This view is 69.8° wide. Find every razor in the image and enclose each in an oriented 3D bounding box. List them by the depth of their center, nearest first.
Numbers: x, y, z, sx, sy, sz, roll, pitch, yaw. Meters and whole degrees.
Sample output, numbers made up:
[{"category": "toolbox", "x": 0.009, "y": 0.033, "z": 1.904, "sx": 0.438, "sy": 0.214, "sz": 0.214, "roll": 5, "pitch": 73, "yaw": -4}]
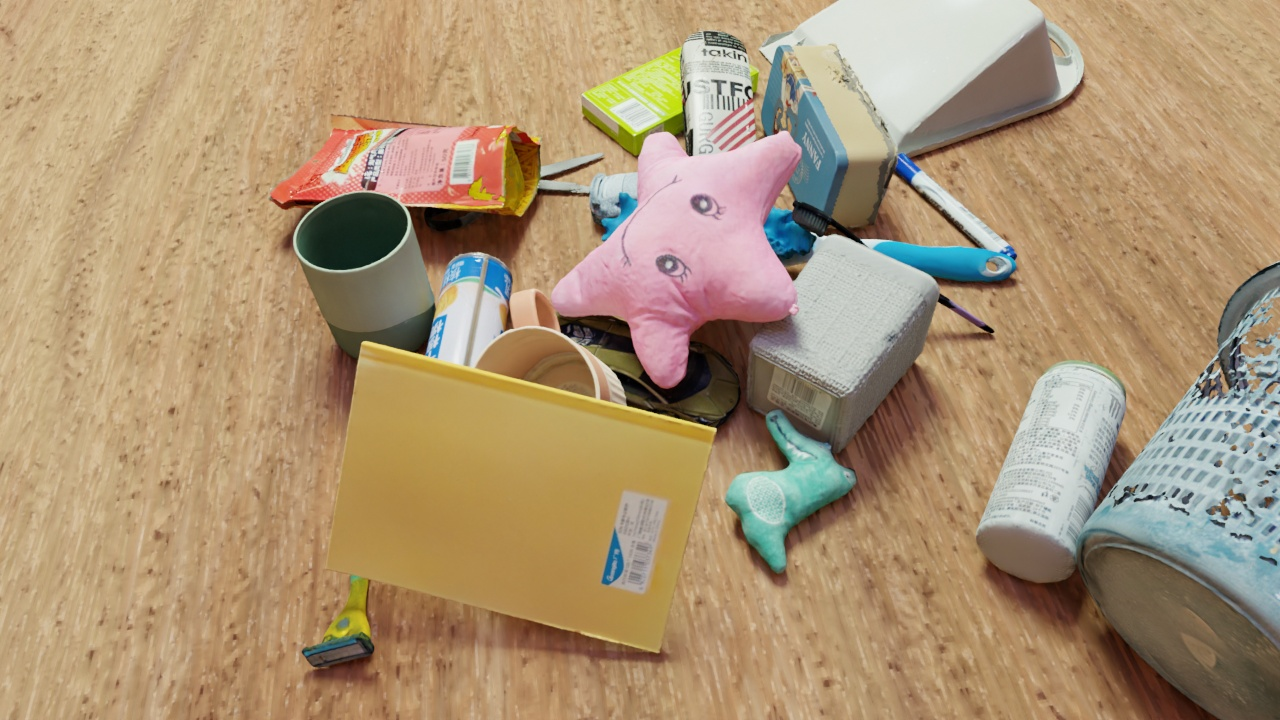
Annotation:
[{"category": "razor", "x": -0.181, "y": 0.123, "z": 0.578, "sx": 0.043, "sy": 0.028, "sz": 0.132, "roll": -19, "pitch": 53, "yaw": 16}]

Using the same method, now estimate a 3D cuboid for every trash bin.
[{"category": "trash bin", "x": 0.356, "y": 0.086, "z": 0.486, "sx": 0.195, "sy": 0.227, "sz": 0.226, "roll": -37, "pitch": 58, "yaw": -11}]

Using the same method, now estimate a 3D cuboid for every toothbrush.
[{"category": "toothbrush", "x": 0.186, "y": -0.064, "z": 0.672, "sx": 0.189, "sy": 0.014, "sz": 0.016, "roll": 30, "pitch": 81, "yaw": -14}]

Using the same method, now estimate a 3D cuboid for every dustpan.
[{"category": "dustpan", "x": 0.297, "y": -0.292, "z": 0.913, "sx": 0.258, "sy": 0.142, "sz": 0.222, "roll": -36, "pitch": 52, "yaw": 11}]

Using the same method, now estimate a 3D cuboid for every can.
[{"category": "can", "x": 0.265, "y": 0.068, "z": 0.587, "sx": 0.058, "sy": 0.058, "sz": 0.146, "roll": 23, "pitch": 55, "yaw": 20}, {"category": "can", "x": -0.128, "y": -0.014, "z": 0.673, "sx": 0.053, "sy": 0.053, "sz": 0.134, "roll": 0, "pitch": 51, "yaw": 2}]

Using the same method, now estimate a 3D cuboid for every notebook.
[{"category": "notebook", "x": -0.073, "y": 0.081, "z": 0.529, "sx": 0.206, "sy": 0.146, "sz": 0.010, "roll": 13, "pitch": 15, "yaw": 2}]

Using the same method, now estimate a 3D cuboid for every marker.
[{"category": "marker", "x": 0.263, "y": -0.129, "z": 0.776, "sx": 0.017, "sy": 0.017, "sz": 0.145, "roll": -23, "pitch": 53, "yaw": -16}]

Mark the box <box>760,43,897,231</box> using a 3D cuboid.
[{"category": "box", "x": 0.159, "y": -0.189, "z": 0.783, "sx": 0.060, "sy": 0.090, "sz": 0.184, "roll": -4, "pitch": 49, "yaw": -10}]

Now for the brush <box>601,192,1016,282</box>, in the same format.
[{"category": "brush", "x": 0.133, "y": -0.090, "z": 0.712, "sx": 0.315, "sy": 0.109, "sz": 0.060, "roll": 5, "pitch": 88, "yaw": 13}]

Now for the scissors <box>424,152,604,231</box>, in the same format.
[{"category": "scissors", "x": -0.119, "y": -0.159, "z": 0.820, "sx": 0.159, "sy": 0.014, "sz": 0.177, "roll": 33, "pitch": 57, "yaw": 24}]

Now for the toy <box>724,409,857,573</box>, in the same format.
[{"category": "toy", "x": 0.096, "y": 0.080, "z": 0.600, "sx": 0.091, "sy": 0.030, "sz": 0.096, "roll": -24, "pitch": 67, "yaw": -21}]

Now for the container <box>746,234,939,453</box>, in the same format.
[{"category": "container", "x": 0.135, "y": -0.009, "z": 0.638, "sx": 0.090, "sy": 0.090, "sz": 0.114, "roll": 29, "pitch": 61, "yaw": 24}]

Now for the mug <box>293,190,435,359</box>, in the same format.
[{"category": "mug", "x": -0.199, "y": -0.068, "z": 0.685, "sx": 0.082, "sy": 0.106, "sz": 0.111, "roll": -2, "pitch": 51, "yaw": 1}]

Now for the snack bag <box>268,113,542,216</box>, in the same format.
[{"category": "snack bag", "x": -0.196, "y": -0.166, "z": 0.780, "sx": 0.208, "sy": 0.073, "sz": 0.128, "roll": 5, "pitch": 47, "yaw": 13}]

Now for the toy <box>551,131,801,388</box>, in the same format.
[{"category": "toy", "x": 0.043, "y": -0.079, "z": 0.629, "sx": 0.178, "sy": 0.074, "sz": 0.194, "roll": 32, "pitch": 88, "yaw": 31}]

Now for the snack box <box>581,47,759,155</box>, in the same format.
[{"category": "snack box", "x": 0.029, "y": -0.258, "z": 0.884, "sx": 0.156, "sy": 0.026, "sz": 0.086, "roll": -33, "pitch": 57, "yaw": -22}]

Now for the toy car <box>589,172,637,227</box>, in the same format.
[{"category": "toy car", "x": 0.016, "y": -0.136, "z": 0.779, "sx": 0.120, "sy": 0.037, "sz": 0.054, "roll": 5, "pitch": 51, "yaw": 3}]

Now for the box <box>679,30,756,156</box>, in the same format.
[{"category": "box", "x": 0.070, "y": -0.229, "z": 0.824, "sx": 0.070, "sy": 0.056, "sz": 0.164, "roll": 5, "pitch": 66, "yaw": -25}]

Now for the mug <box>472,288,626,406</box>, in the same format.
[{"category": "mug", "x": -0.059, "y": 0.013, "z": 0.588, "sx": 0.082, "sy": 0.106, "sz": 0.114, "roll": -14, "pitch": 81, "yaw": 7}]

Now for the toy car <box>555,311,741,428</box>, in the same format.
[{"category": "toy car", "x": -0.004, "y": 0.004, "z": 0.663, "sx": 0.158, "sy": 0.042, "sz": 0.070, "roll": 17, "pitch": 54, "yaw": 12}]
